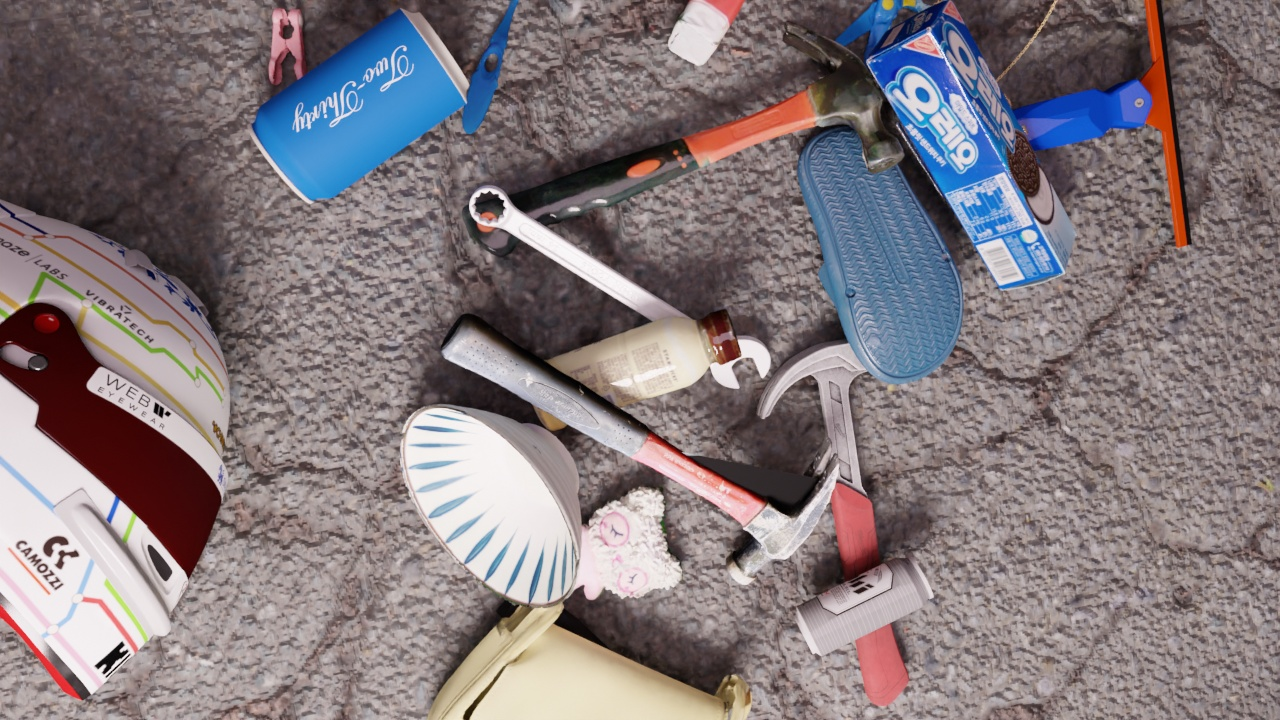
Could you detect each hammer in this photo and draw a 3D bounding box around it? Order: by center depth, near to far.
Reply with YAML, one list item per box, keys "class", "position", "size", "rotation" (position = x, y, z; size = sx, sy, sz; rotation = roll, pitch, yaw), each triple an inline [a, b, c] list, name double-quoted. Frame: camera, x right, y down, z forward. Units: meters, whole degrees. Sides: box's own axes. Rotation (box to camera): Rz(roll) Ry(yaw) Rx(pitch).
- class: "hammer"
  position: [0.005, 0.054, 0.684]
  size: [0.326, 0.036, 0.141]
  rotation: [32, 113, -21]
- class: "hammer"
  position: [0.023, -0.156, 0.710]
  size: [0.333, 0.033, 0.133]
  rotation: [-21, 81, 0]
- class: "hammer"
  position: [0.179, 0.141, 0.773]
  size: [0.126, 0.036, 0.316]
  rotation: [-11, 98, -3]

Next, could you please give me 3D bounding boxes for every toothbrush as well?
- class: "toothbrush"
  position: [-0.111, -0.237, 0.704]
  size: [0.021, 0.016, 0.132]
  rotation: [20, 93, -6]

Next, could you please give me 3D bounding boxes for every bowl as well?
- class: "bowl"
  position: [-0.096, 0.096, 0.700]
  size: [0.070, 0.178, 0.177]
  rotation: [-38, 102, -42]

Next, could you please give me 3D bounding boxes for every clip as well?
- class: "clip"
  position: [-0.258, -0.234, 0.686]
  size: [0.037, 0.022, 0.058]
  rotation: [-1, 95, -3]

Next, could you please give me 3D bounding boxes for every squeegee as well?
- class: "squeegee"
  position: [0.343, -0.194, 0.742]
  size: [0.185, 0.055, 0.249]
  rotation: [-12, 100, 6]

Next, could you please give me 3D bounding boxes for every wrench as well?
- class: "wrench"
  position: [-0.012, -0.055, 0.716]
  size: [0.273, 0.009, 0.047]
  rotation: [31, 111, -17]

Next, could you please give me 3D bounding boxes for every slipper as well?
- class: "slipper"
  position: [0.189, -0.086, 0.735]
  size: [0.103, 0.059, 0.213]
  rotation: [-17, 83, -6]

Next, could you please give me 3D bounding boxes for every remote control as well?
- class: "remote control"
  position: [-0.061, 0.234, 0.765]
  size: [0.124, 0.010, 0.039]
  rotation: [39, 91, -10]

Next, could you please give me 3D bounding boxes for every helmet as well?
- class: "helmet"
  position: [-0.389, 0.031, 0.594]
  size: [0.314, 0.232, 0.235]
  rotation: [37, 55, -3]

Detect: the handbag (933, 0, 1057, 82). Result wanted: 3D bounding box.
- class: "handbag"
  position: [0.274, -0.265, 0.736]
  size: [0.178, 0.027, 0.084]
  rotation: [-42, 107, -1]

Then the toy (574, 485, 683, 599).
- class: "toy"
  position: [-0.023, 0.157, 0.748]
  size: [0.109, 0.041, 0.096]
  rotation: [-16, 99, 1]

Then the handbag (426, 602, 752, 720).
- class: "handbag"
  position: [-0.046, 0.298, 0.729]
  size: [0.233, 0.088, 0.191]
  rotation: [26, 97, -8]

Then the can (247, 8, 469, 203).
- class: "can"
  position: [-0.202, -0.185, 0.668]
  size: [0.146, 0.079, 0.079]
  rotation: [-36, 99, -2]

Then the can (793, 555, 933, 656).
- class: "can"
  position: [0.179, 0.198, 0.744]
  size: [0.106, 0.044, 0.044]
  rotation: [-27, 98, 2]

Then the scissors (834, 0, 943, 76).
- class: "scissors"
  position: [0.206, -0.281, 0.740]
  size: [0.105, 0.019, 0.132]
  rotation: [15, 97, -6]

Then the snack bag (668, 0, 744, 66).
- class: "snack bag"
  position: [0.066, -0.284, 0.688]
  size: [0.036, 0.077, 0.116]
  rotation: [31, 92, -7]

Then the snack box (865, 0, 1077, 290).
- class: "snack box"
  position: [0.259, -0.159, 0.706]
  size: [0.226, 0.059, 0.059]
  rotation: [51, 50, -19]

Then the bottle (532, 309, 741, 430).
- class: "bottle"
  position: [-0.004, 0.004, 0.708]
  size: [0.162, 0.056, 0.056]
  rotation: [-19, 98, 7]
